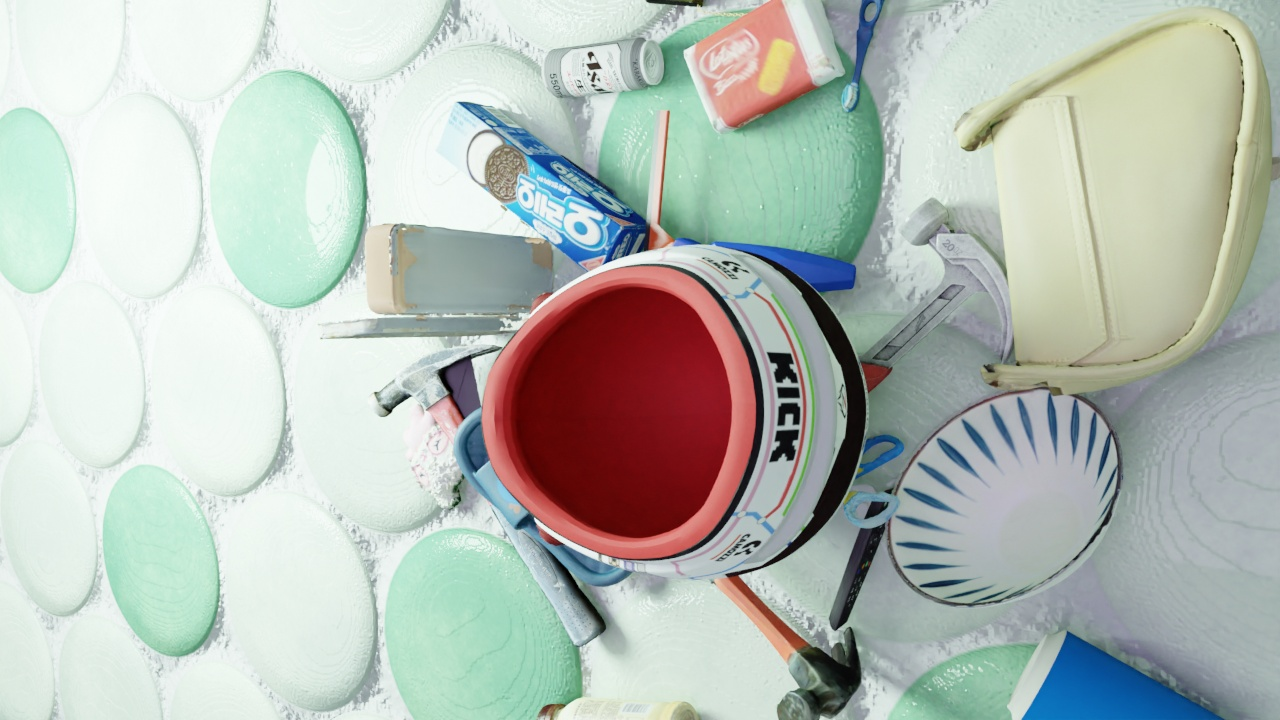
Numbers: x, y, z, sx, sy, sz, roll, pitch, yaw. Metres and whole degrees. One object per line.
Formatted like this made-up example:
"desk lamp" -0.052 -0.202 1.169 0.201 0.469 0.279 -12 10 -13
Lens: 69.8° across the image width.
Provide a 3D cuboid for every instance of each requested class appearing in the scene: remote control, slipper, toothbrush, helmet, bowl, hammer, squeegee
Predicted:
"remote control" 0.179 0.161 0.742 0.010 0.039 0.125 26 109 30
"slipper" -0.082 0.122 0.856 0.213 0.059 0.104 43 90 3
"toothbrush" 0.176 -0.260 0.710 0.021 0.016 0.132 18 105 24
"helmet" 0.042 0.036 0.658 0.315 0.235 0.231 -7 84 46
"bowl" 0.268 0.109 0.649 0.071 0.177 0.178 39 121 -24
"hammer" -0.129 0.131 0.907 0.140 0.036 0.326 -34 84 3
"squeegee" 0.084 -0.078 0.763 0.185 0.055 0.249 8 99 19
"hammer" 0.163 0.027 0.742 0.126 0.036 0.317 50 117 14
"hammer" 0.053 0.164 0.783 0.333 0.132 0.033 43 116 29

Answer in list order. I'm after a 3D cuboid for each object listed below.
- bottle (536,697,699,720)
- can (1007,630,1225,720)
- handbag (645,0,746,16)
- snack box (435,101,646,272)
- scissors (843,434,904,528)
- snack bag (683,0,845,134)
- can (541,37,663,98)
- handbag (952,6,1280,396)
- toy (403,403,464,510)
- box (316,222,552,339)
"bottle" -0.025 0.351 0.873 0.162 0.056 0.056 -10 90 31
"can" 0.339 0.257 0.635 0.146 0.078 0.079 29 109 25
"handbag" 0.085 -0.328 0.757 0.178 0.027 0.084 14 104 23
"snack box" -0.093 -0.162 0.855 0.226 0.059 0.060 39 116 20
"scissors" 0.158 0.112 0.735 0.132 0.104 0.019 -35 118 26
"snack bag" 0.099 -0.242 0.743 0.116 0.036 0.077 -21 91 30
"can" -0.035 -0.260 0.818 0.107 0.043 0.044 4 97 30
"handbag" 0.314 -0.095 0.606 0.191 0.088 0.233 -5 89 33
"toy" -0.219 0.096 0.970 0.109 0.041 0.096 43 115 25
"box" -0.176 -0.067 0.823 0.096 0.215 0.105 8 97 30
